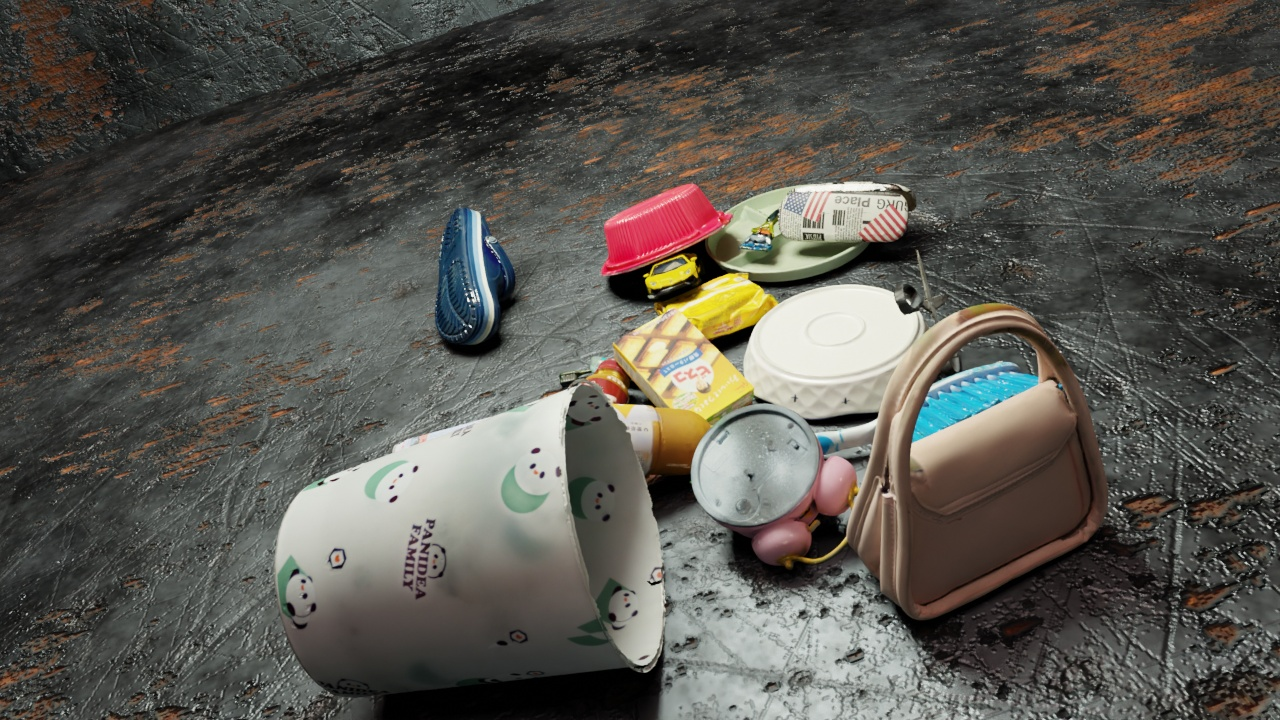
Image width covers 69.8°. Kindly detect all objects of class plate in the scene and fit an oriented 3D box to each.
[{"bbox_3d":[0.199,-0.169,1.210,0.230,0.027,0.229,-12,35,9],"label":"plate"},{"bbox_3d":[0.208,-0.017,0.975,0.205,0.046,0.204,-11,34,7],"label":"plate"}]

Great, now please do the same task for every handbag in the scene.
[{"bbox_3d":[0.246,0.064,0.678,0.193,0.234,0.093,-25,37,-11],"label":"handbag"}]

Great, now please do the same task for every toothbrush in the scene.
[{"bbox_3d":[-0.006,0.006,1.070,0.186,0.012,0.017,-11,41,10],"label":"toothbrush"}]

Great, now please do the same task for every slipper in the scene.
[{"bbox_3d":[-0.225,-0.110,1.267,0.095,0.105,0.252,14,40,-29],"label":"slipper"}]

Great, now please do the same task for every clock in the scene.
[{"bbox_3d":[0.120,0.112,0.798,0.117,0.060,0.158,-46,48,-5],"label":"clock"}]

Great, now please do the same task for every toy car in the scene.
[{"bbox_3d":[0.043,-0.109,1.148,0.071,0.041,0.155,-19,11,10],"label":"toy car"}]

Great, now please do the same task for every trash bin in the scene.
[{"bbox_3d":[-0.132,0.157,0.745,0.252,0.230,0.229,-16,34,13],"label":"trash bin"}]

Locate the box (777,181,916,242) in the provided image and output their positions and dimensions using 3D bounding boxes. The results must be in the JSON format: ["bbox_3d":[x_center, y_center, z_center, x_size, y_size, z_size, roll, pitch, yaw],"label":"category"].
[{"bbox_3d":[0.253,-0.179,1.139,0.163,0.076,0.087,7,69,27],"label":"box"}]

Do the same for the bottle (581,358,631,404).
[{"bbox_3d":[-0.051,0.066,0.966,0.057,0.057,0.174,-2,37,21],"label":"bottle"}]

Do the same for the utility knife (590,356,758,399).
[{"bbox_3d":[0.036,0.019,1.025,0.222,0.013,0.029,10,46,26],"label":"utility knife"}]

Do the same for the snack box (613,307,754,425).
[{"bbox_3d":[0.044,0.013,0.978,0.086,0.034,0.140,-30,61,-19],"label":"snack box"}]

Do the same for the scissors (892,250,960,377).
[{"bbox_3d":[0.299,-0.057,0.954,0.014,0.159,0.180,-30,52,31],"label":"scissors"}]

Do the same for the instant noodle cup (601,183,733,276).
[{"bbox_3d":[0.023,-0.179,1.215,0.194,0.066,0.193,-24,13,6],"label":"instant noodle cup"}]

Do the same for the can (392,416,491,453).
[{"bbox_3d":[-0.195,0.097,0.989,0.134,0.053,0.053,-15,34,4],"label":"can"}]

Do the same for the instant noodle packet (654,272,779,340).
[{"bbox_3d":[0.090,-0.061,1.090,0.128,0.044,0.110,-21,29,-10],"label":"instant noodle packet"}]

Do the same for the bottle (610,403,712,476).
[{"bbox_3d":[-0.001,0.077,0.877,0.189,0.068,0.068,4,31,-16],"label":"bottle"}]

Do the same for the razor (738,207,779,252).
[{"bbox_3d":[0.180,-0.187,1.199,0.043,0.022,0.142,14,45,35],"label":"razor"}]

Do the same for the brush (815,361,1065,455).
[{"bbox_3d":[0.221,0.073,0.845,0.314,0.060,0.109,-23,29,-3],"label":"brush"}]
